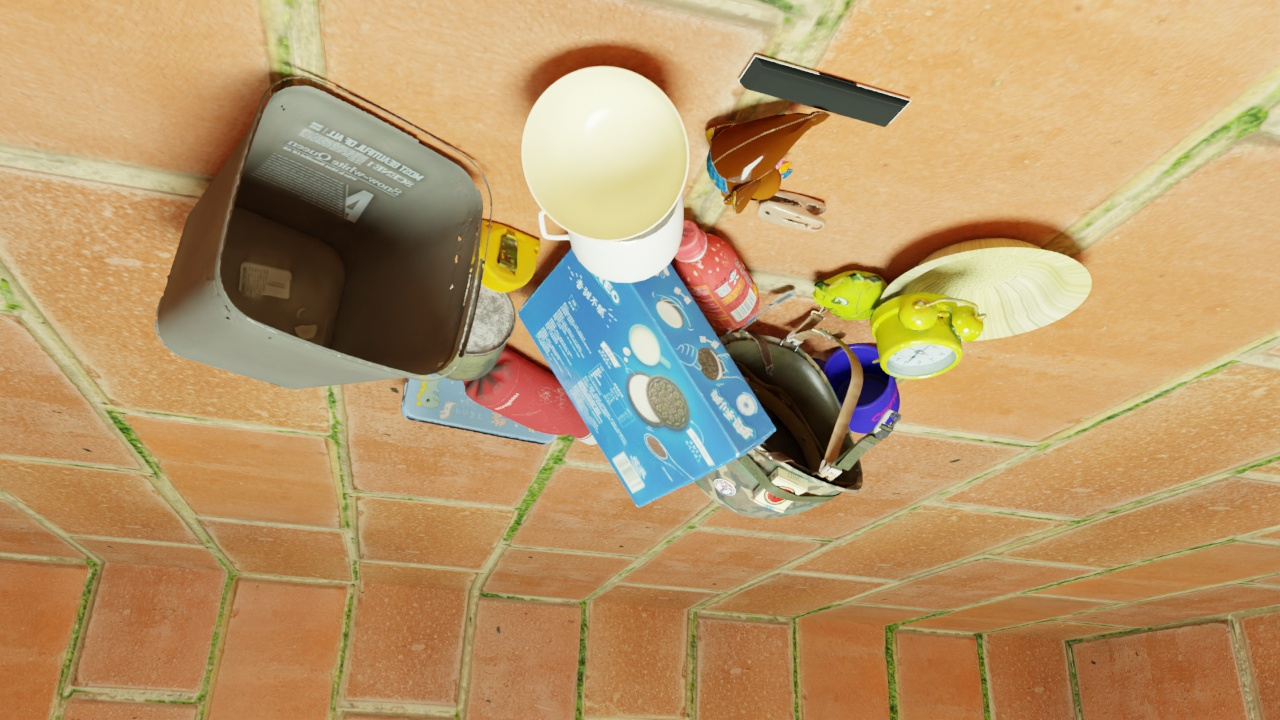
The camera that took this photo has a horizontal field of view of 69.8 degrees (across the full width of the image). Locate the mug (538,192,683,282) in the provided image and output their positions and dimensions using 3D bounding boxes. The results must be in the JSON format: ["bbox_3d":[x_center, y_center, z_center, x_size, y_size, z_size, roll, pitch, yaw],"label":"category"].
[{"bbox_3d":[-0.023,-0.113,0.732,0.115,0.094,0.068,-5,158,-1],"label":"mug"}]

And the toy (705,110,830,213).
[{"bbox_3d":[0.100,-0.155,0.697,0.103,0.070,0.090,-24,165,20],"label":"toy"}]

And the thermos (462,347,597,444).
[{"bbox_3d":[-0.120,0.054,1.149,0.073,0.073,0.239,-12,153,29],"label":"thermos"}]

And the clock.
[{"bbox_3d":[0.265,-0.029,0.854,0.083,0.057,0.119,9,149,-13],"label":"clock"}]

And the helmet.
[{"bbox_3d":[0.145,0.057,0.935,0.237,0.192,0.224,-30,131,24],"label":"helmet"}]

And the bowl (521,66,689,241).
[{"bbox_3d":[-0.019,-0.151,0.663,0.118,0.118,0.073,-3,-162,12],"label":"bowl"}]

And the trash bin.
[{"bbox_3d":[-0.270,-0.076,0.747,0.197,0.197,0.221,22,156,-38],"label":"trash bin"}]

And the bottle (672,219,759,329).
[{"bbox_3d":[0.063,-0.082,0.841,0.062,0.061,0.137,-8,153,22],"label":"bottle"}]

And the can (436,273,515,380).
[{"bbox_3d":[-0.179,-0.033,0.938,0.089,0.089,0.075,10,155,-17],"label":"can"}]

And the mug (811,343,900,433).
[{"bbox_3d":[0.242,0.028,1.066,0.111,0.079,0.083,22,166,28],"label":"mug"}]

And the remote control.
[{"bbox_3d":[0.131,-0.189,0.652,0.124,0.011,0.028,10,155,-17],"label":"remote control"}]

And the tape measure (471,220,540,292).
[{"bbox_3d":[-0.126,-0.093,0.835,0.068,0.058,0.030,20,151,-34],"label":"tape measure"}]

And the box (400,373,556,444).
[{"bbox_3d":[-0.201,0.060,1.182,0.209,0.066,0.052,13,147,-23],"label":"box"}]

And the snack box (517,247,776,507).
[{"bbox_3d":[-0.005,0.005,0.856,0.056,0.239,0.196,-29,174,-34],"label":"snack box"}]

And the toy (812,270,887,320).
[{"bbox_3d":[0.213,-0.061,0.906,0.094,0.036,0.094,1,162,-2],"label":"toy"}]

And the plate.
[{"bbox_3d":[0.319,-0.074,0.863,0.184,0.036,0.185,3,156,1],"label":"plate"}]

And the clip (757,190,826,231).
[{"bbox_3d":[0.129,-0.124,0.777,0.061,0.049,0.026,-19,164,-22],"label":"clip"}]
